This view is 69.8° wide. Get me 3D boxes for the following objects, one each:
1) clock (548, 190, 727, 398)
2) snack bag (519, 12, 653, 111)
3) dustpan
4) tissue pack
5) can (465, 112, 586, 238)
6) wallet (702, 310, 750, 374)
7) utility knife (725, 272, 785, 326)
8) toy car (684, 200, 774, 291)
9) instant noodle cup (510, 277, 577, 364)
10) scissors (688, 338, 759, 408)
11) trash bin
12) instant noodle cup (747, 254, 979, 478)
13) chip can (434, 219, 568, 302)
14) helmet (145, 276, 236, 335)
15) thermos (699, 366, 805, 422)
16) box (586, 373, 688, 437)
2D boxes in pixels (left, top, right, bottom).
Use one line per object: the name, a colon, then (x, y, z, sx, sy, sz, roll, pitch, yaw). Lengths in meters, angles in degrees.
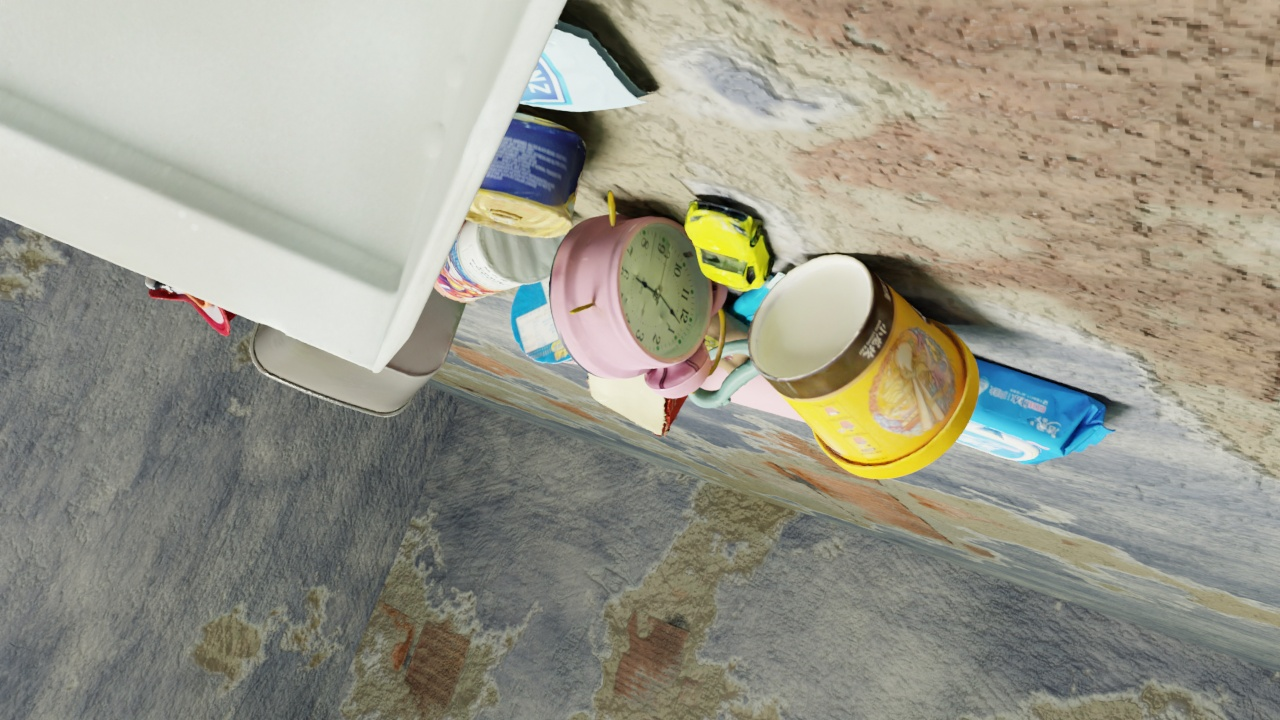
clock: (0.010, -0.038, 0.651, 0.060, 0.117, 0.158, -3, 155, 41)
snack bag: (-0.096, -0.155, 0.458, 0.191, 0.038, 0.110, 13, 165, 30)
dustpan: (-0.127, -0.124, 0.248, 0.222, 0.258, 0.142, 24, -166, -18)
tissue pack: (0.270, 0.040, 0.700, 0.157, 0.052, 0.095, 19, 170, 12)
can: (-0.076, -0.110, 0.561, 0.074, 0.049, 0.148, 14, 179, -12)
wallet: (0.052, -0.028, 0.779, 0.115, 0.033, 0.090, 32, 167, 7)
utility knife: (0.093, -0.045, 0.713, 0.034, 0.018, 0.179, 22, 170, -1)
toy car: (0.057, -0.072, 0.604, 0.048, 0.032, 0.105, 18, 168, 20)
instant noodle cup: (-0.054, -0.036, 0.884, 0.099, 0.099, 0.109, 16, 177, 28)
scissors: (0.132, 0.020, 0.734, 0.171, 0.019, 0.179, -30, 125, 35)
trash bin: (-0.291, -0.060, 0.986, 0.199, 0.198, 0.220, 23, 163, -22)
instant noodle cup: (0.139, 0.000, 0.599, 0.114, 0.118, 0.119, 37, 163, -34)
chip can: (-0.128, -0.091, 0.777, 0.071, 0.071, 0.215, 25, 170, -21)
helmet: (-0.347, -0.142, 0.677, 0.240, 0.143, 0.207, 36, 154, 7)
thermos: (0.113, 0.013, 0.857, 0.199, 0.067, 0.087, 14, -179, 33)
box: (-0.004, 0.005, 0.781, 0.091, 0.077, 0.168, 29, 161, 12)
